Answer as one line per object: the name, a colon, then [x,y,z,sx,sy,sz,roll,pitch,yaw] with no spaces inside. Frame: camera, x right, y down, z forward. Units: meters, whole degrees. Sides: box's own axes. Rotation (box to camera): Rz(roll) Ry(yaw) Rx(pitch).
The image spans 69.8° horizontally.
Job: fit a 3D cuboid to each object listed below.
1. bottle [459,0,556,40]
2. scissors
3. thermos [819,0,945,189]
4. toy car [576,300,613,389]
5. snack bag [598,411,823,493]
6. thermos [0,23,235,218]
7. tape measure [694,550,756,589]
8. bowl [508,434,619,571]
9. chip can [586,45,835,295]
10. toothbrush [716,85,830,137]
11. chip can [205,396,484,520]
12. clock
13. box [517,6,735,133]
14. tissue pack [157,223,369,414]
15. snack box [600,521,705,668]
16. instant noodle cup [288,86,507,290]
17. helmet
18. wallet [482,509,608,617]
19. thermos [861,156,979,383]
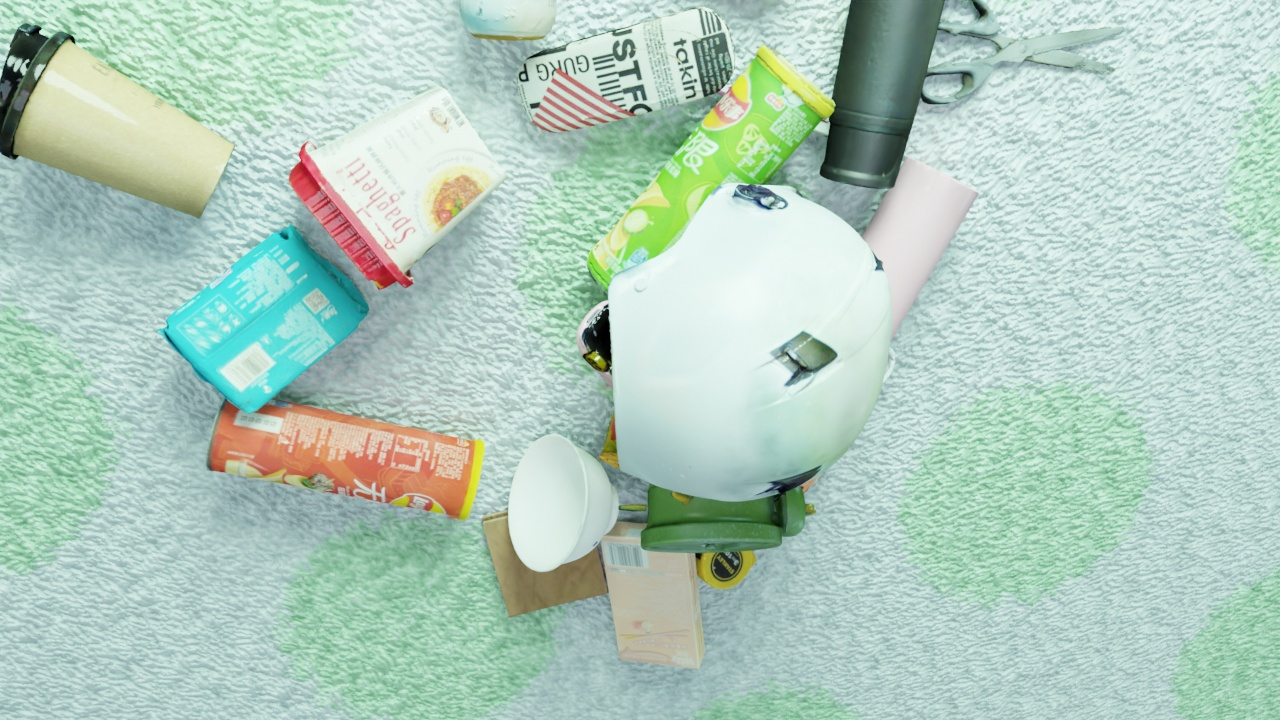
bottle: [-0.089,-0.314,0.610,0.068,0.068,0.190,0,115,-8]
scissors: [0.297,-0.244,0.733,0.165,0.014,0.163,38,103,-24]
thermos: [0.190,-0.255,0.682,0.068,0.089,0.243,21,115,27]
toy car: [-0.004,0.004,0.725,0.056,0.037,0.122,-49,122,-13]
snack bag: [0.073,0.083,0.833,0.207,0.073,0.129,26,109,-26]
thermos: [-0.365,-0.159,0.637,0.143,0.093,0.093,26,109,-27]
tape measure: [0.078,0.191,0.893,0.057,0.029,0.060,-46,112,-13]
bowl: [-0.059,0.128,0.813,0.064,0.118,0.118,14,114,-39]
chip can: [0.048,-0.132,0.704,0.072,0.072,0.222,34,112,-21]
toothbrush: [0.080,-0.209,0.715,0.187,0.016,0.017,17,102,-15]
chip can: [-0.243,0.081,0.773,0.216,0.073,0.073,14,112,-15]
clock: [0.073,0.130,0.771,0.161,0.116,0.056,8,72,-27]
box: [-0.013,-0.209,0.670,0.164,0.051,0.068,-14,129,14]
tissue pack: [-0.289,-0.033,0.713,0.133,0.050,0.093,-41,116,-10]
snack box: [0.013,0.228,0.890,0.084,0.026,0.157,1,118,17]
instant noodle cup: [-0.172,-0.131,0.667,0.124,0.116,0.116,-37,115,-3]
helmet: [0.100,-0.003,0.662,0.257,0.146,0.229,-31,137,-37]
wallet: [-0.090,0.187,0.877,0.101,0.020,0.115,-14,114,-3]
thermos: [0.212,-0.064,0.774,0.087,0.067,0.199,17,110,-20]
